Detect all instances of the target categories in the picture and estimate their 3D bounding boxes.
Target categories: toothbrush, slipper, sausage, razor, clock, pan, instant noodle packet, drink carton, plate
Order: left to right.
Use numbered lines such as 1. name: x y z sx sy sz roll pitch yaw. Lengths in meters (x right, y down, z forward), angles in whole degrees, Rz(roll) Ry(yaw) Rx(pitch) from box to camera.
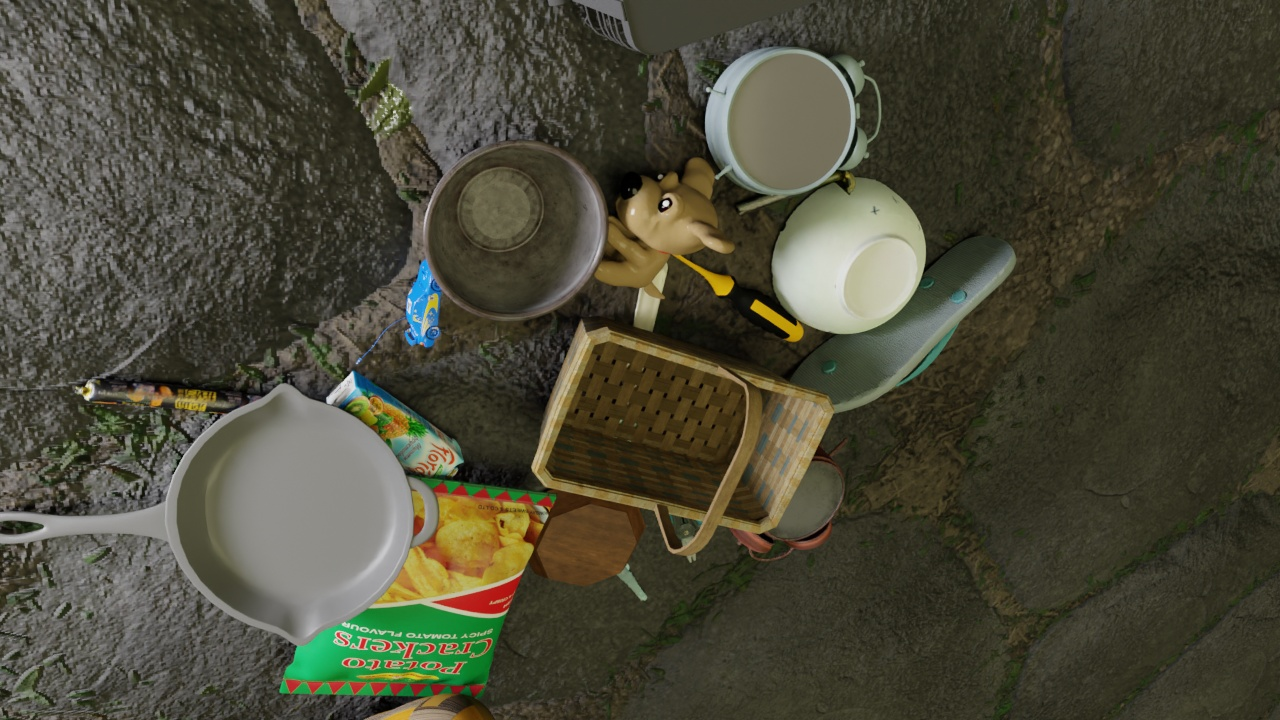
1. sausage: -0.358 0.030 0.727 0.155 0.020 0.020 9 113 -27
2. pan: -0.344 0.127 0.745 0.354 0.024 0.216 -1 97 -5
3. drink carton: -0.210 0.062 0.795 0.044 0.038 0.129 -44 124 4
4. instant noodle packet: -0.206 0.216 0.849 0.195 0.090 0.253 11 113 -25
5. plate: -0.056 0.178 0.922 0.131 0.025 0.131 -6 118 -12
6. toothbrush: 0.082 -0.067 0.857 0.196 0.031 0.031 30 94 -28
7. clock: 0.152 0.143 0.973 0.120 0.072 0.158 1 115 -24
8. razor: 0.138 -0.154 0.833 0.106 0.042 0.026 -19 126 -1
9. clock: 0.131 -0.204 0.777 0.159 0.045 0.122 -11 109 -11
10. slipper: 0.270 -0.022 0.918 0.269 0.098 0.055 -38 123 -1

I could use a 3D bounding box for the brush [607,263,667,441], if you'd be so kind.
1. brush: -0.005 0.005 0.870 0.033 0.012 0.218 2 114 -23

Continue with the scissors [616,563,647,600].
1. scissors: -0.026 0.219 0.974 0.063 0.015 0.139 -32 119 -6

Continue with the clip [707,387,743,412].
1. clip: 0.093 0.037 0.929 0.047 0.039 0.053 8 111 -22

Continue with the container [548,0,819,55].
1. container: 0.050 -0.329 0.637 0.241 0.130 0.163 -22 123 -11

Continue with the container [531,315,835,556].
1. container: 0.043 0.067 0.798 0.249 0.186 0.158 16 107 -23

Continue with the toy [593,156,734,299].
1. toy: 0.013 -0.107 0.766 0.105 0.134 0.108 31 122 -30

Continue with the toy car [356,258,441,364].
1. toy car: -0.196 -0.039 0.747 0.061 0.033 0.092 -3 118 -29

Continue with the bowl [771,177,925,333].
1. bowl: 0.208 -0.090 0.870 0.153 0.073 0.154 -10 119 -18

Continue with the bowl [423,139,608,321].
1. bowl: -0.104 -0.110 0.729 0.144 0.067 0.145 -10 120 -18

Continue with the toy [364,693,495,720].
1. toy: -0.214 0.404 0.888 0.204 0.162 0.198 -39 168 24

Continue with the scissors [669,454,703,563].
1. scissors: 0.036 0.158 0.965 0.137 0.019 0.129 27 113 -25
